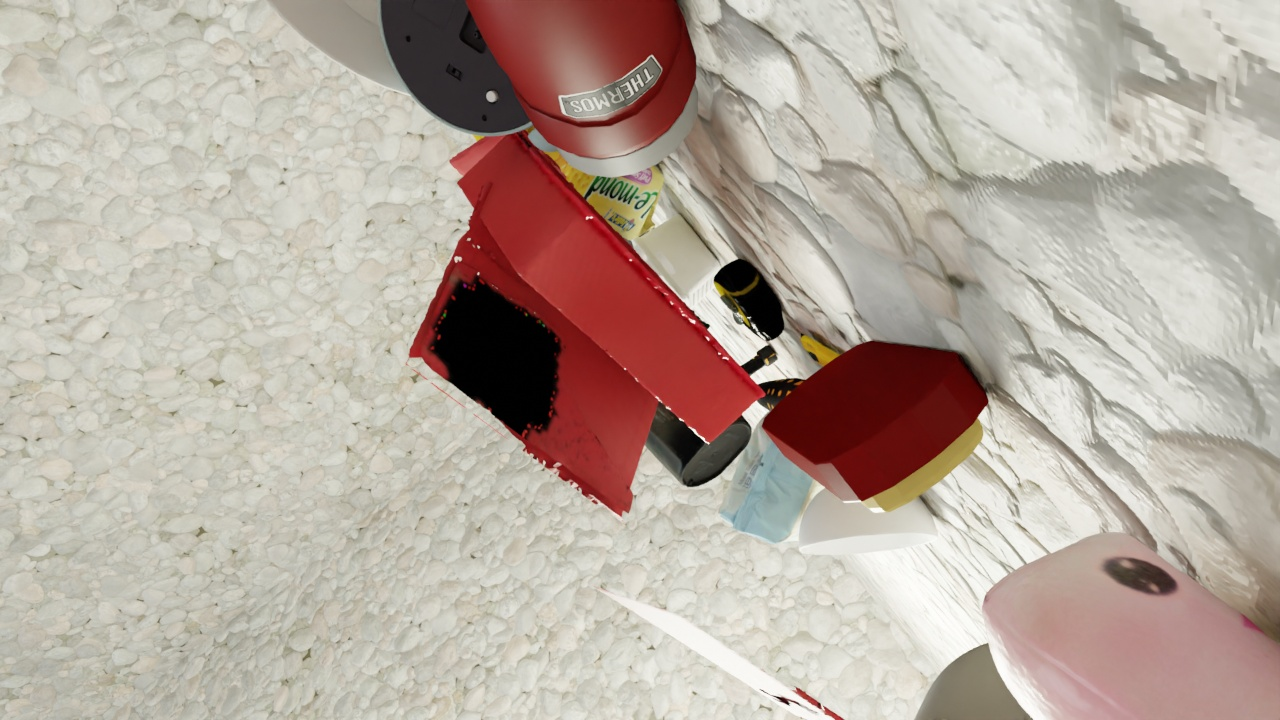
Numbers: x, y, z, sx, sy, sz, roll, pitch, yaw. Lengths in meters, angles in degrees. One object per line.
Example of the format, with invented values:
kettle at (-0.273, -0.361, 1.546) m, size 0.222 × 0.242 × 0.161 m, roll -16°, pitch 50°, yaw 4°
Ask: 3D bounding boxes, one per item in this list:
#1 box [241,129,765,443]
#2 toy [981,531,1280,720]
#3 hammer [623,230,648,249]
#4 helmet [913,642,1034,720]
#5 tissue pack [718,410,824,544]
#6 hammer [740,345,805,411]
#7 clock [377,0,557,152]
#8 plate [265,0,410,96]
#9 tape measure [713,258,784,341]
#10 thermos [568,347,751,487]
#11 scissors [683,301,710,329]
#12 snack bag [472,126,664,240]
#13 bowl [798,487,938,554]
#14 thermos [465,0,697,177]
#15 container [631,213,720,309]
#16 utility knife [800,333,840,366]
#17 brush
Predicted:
box at (-0.134, -0.068, 0.706) m, size 0.480 × 0.170 × 0.214 m, roll 2°, pitch 151°, yaw 40°
toy at (0.217, 0.158, 0.301) m, size 0.238 × 0.088 × 0.189 m, roll 47°, pitch -164°, yaw 9°
hammer at (-0.043, -0.197, 1.210) m, size 0.098 × 0.052 × 0.328 m, roll 52°, pitch -177°, yaw -16°
helmet at (0.238, 0.205, 0.515) m, size 0.184 × 0.117 × 0.271 m, roll 13°, pitch 160°, yaw 34°
tissue pack at (0.137, 0.109, 0.856) m, size 0.070 × 0.112 × 0.181 m, roll 22°, pitch 179°, yaw 21°
hammer at (0.103, 0.030, 0.774) m, size 0.036 × 0.123 × 0.321 m, roll 55°, pitch 174°, yaw -6°
clock at (-0.069, -0.181, 0.504) m, size 0.159 × 0.123 × 0.045 m, roll 34°, pitch -151°, yaw 4°
plate at (-0.154, -0.248, 0.577) m, size 0.208 × 0.208 × 0.015 m, roll 52°, pitch 137°, yaw -3°
tape measure at (0.083, -0.049, 0.724) m, size 0.061 × 0.034 × 0.061 m, roll 50°, pitch 177°, yaw 42°
thermos at (-0.005, 0.004, 0.761) m, size 0.221 × 0.098 × 0.098 m, roll 48°, pitch 178°, yaw 30°
scissors at (-0.014, -0.089, 0.793) m, size 0.201 × 0.015 × 0.204 m, roll 42°, pitch -174°, yaw 7°
snack bag at (-0.072, -0.188, 0.712) m, size 0.159 × 0.068 × 0.247 m, roll 54°, pitch -166°, yaw 18°
bowl at (0.187, 0.130, 0.771) m, size 0.115 × 0.115 × 0.050 m, roll 53°, pitch -149°, yaw -67°
thermos at (-0.037, -0.174, 0.379) m, size 0.198 × 0.084 × 0.108 m, roll 57°, pitch -166°, yaw -61°
container at (0.037, -0.091, 0.881) m, size 0.080 × 0.049 × 0.129 m, roll 52°, pitch 180°, yaw 6°
utility knife at (0.150, 0.016, 0.588) m, size 0.030 × 0.019 × 0.225 m, roll 42°, pitch 180°, yaw -19°
brush at (0.119, 0.033, 0.478) m, size 0.042 × 0.082 × 0.173 m, roll 52°, pitch 180°, yaw -5°
